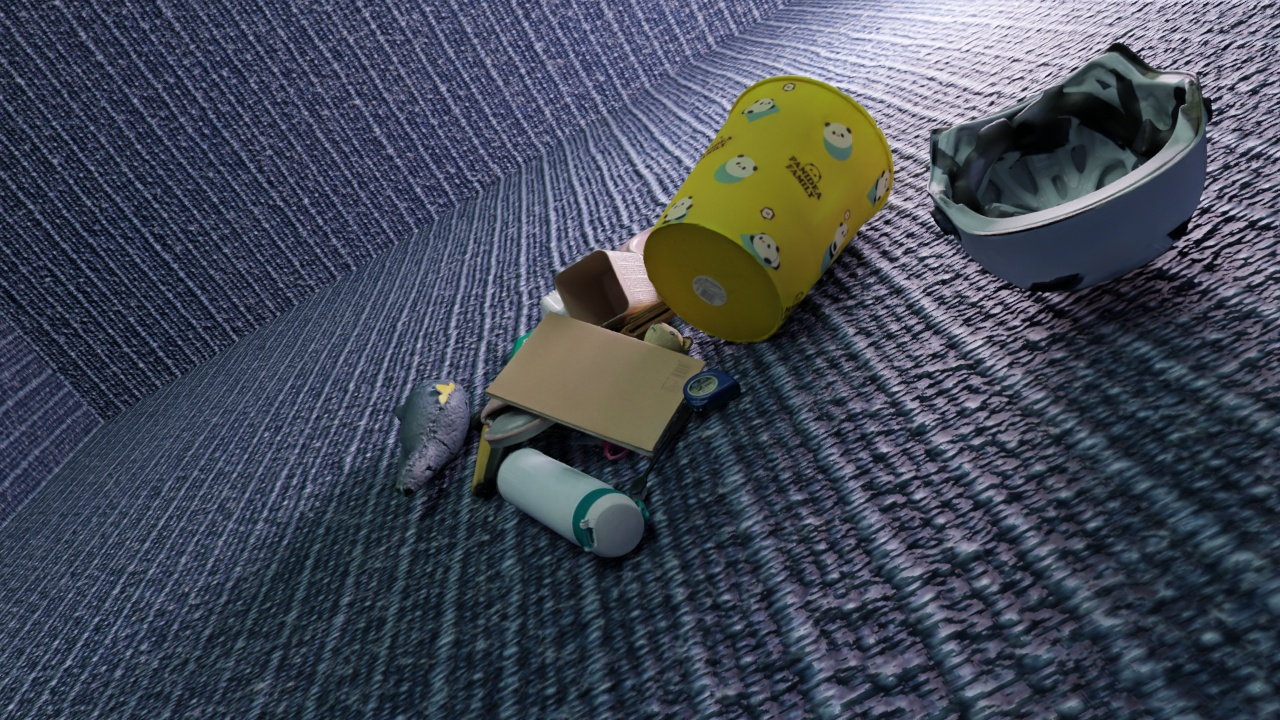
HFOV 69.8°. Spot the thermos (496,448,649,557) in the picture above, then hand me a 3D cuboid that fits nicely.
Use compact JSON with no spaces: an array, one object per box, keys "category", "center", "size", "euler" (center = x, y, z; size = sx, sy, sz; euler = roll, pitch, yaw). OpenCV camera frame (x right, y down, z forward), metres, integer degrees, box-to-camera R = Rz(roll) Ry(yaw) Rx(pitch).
[{"category":"thermos","center":[-0.071,0.141,0.925],"size":[0.073,0.073,0.224],"euler":[-41,24,-20]}]

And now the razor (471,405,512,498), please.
[{"category":"razor","center":[-0.189,0.111,1.158],"size":[0.067,0.062,0.167],"euler":[2,33,0]}]

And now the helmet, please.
[{"category":"helmet","center":[0.384,-0.146,0.816],"size":[0.229,0.146,0.258],"euler":[-27,31,17]}]

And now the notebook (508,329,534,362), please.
[{"category":"notebook","center":[-0.143,-0.016,1.412],"size":[0.150,0.012,0.208],"euler":[-28,23,13]}]

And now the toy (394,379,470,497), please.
[{"category":"toy","center":[-0.299,0.092,1.292],"size":[0.138,0.091,0.356],"euler":[-45,20,2]}]

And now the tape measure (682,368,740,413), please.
[{"category":"tape measure","center":[0.075,0.034,0.999],"size":[0.058,0.025,0.054],"euler":[-30,31,-11]}]

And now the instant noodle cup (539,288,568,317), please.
[{"category":"instant noodle cup","center":[-0.074,-0.090,1.381],"size":[0.173,0.060,0.138],"euler":[-31,25,-9]}]

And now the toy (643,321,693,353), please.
[{"category":"toy","center":[-0.007,0.006,1.104],"size":[0.105,0.066,0.156],"euler":[11,37,46]}]

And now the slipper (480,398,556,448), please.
[{"category":"slipper","center":[-0.116,0.021,1.131],"size":[0.114,0.054,0.273],"euler":[-15,20,27]}]

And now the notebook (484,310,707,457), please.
[{"category":"notebook","center":[-0.049,0.020,1.050],"size":[0.212,0.012,0.149],"euler":[18,50,19]}]

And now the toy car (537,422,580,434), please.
[{"category":"toy car","center":[-0.097,0.064,1.139],"size":[0.158,0.042,0.070],"euler":[-7,25,37]}]

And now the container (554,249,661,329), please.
[{"category":"container","center":[-0.038,-0.092,1.215],"size":[0.090,0.090,0.110],"euler":[-27,-6,28]}]

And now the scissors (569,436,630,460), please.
[{"category":"scissors","center":[-0.041,0.089,1.059],"size":[0.064,0.017,0.136],"euler":[-44,21,-26]}]

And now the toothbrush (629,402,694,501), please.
[{"category":"toothbrush","center":[0.031,0.086,0.970],"size":[0.016,0.018,0.180],"euler":[0,34,29]}]

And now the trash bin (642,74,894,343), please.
[{"category":"trash bin","center":[0.146,-0.172,1.098],"size":[0.230,0.229,0.254],"euler":[-4,41,49]}]

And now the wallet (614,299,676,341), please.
[{"category":"wallet","center":[0.005,-0.047,1.194],"size":[0.090,0.033,0.115],"euler":[-30,-2,-13]}]

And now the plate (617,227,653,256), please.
[{"category":"plate","center":[0.046,-0.161,1.319],"size":[0.192,0.039,0.192],"euler":[-12,28,7]}]
